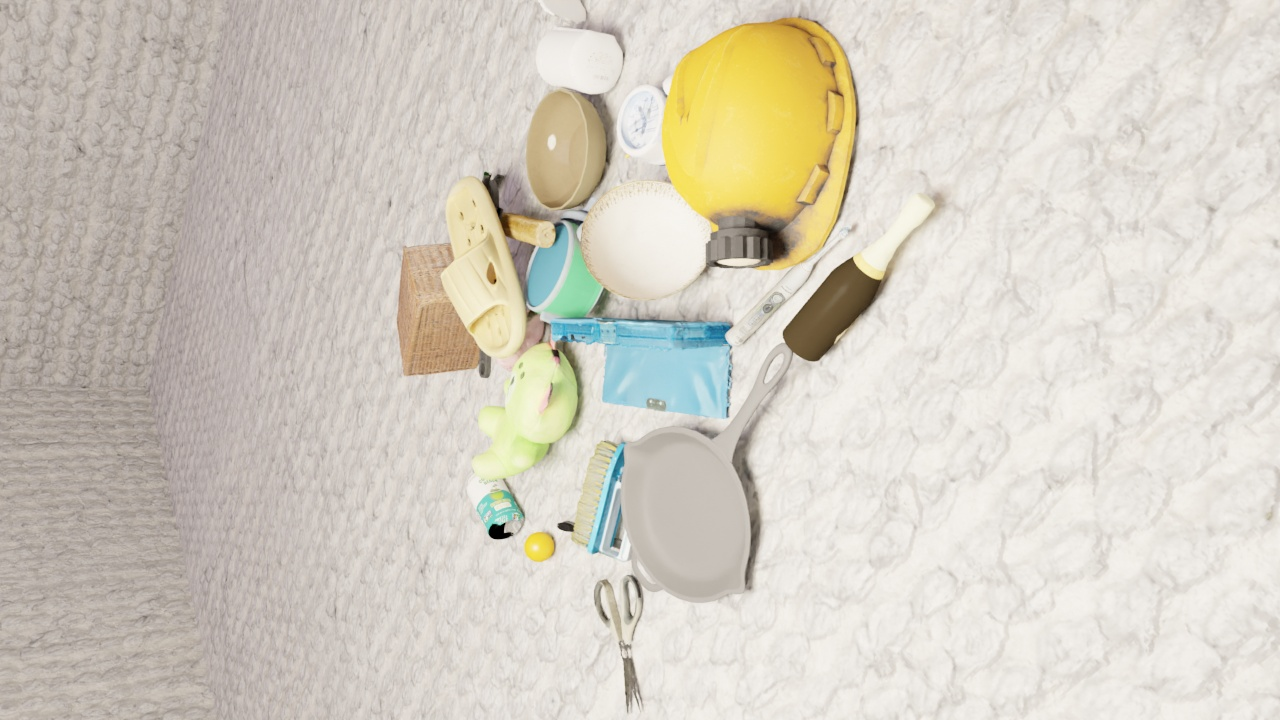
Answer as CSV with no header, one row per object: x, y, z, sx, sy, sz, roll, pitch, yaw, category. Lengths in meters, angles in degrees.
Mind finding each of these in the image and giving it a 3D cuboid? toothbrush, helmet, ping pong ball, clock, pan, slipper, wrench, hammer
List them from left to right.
-0.224,-0.122,1.196,0.112,0.079,0.261,-35,65,46,slipper
-0.210,-0.112,1.252,0.073,0.018,0.273,1,90,57,wrench
-0.180,-0.188,1.259,0.331,0.033,0.132,27,107,63,hammer
-0.137,0.252,1.239,0.040,0.040,0.040,-2,87,51,ping pong ball
-0.082,-0.127,1.155,0.162,0.075,0.122,-63,30,15,clock
-0.052,0.224,1.159,0.168,0.013,0.013,5,92,49,toothbrush
0.026,-0.275,1.047,0.126,0.051,0.088,-12,78,47,clock
0.076,0.119,0.974,0.216,0.024,0.355,49,128,31,pan
0.091,-0.221,0.900,0.206,0.131,0.255,-5,84,52,helmet
0.147,-0.074,0.911,0.022,0.024,0.186,41,130,-4,toothbrush

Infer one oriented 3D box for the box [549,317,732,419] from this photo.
-0.006,0.008,1.046,0.232,0.094,0.112,5,95,51,box

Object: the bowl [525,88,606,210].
-0.089,-0.269,1.182,0.152,0.050,0.152,6,98,53,bowl

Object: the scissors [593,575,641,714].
-0.025,0.339,1.120,0.150,0.012,0.165,29,112,49,scissors

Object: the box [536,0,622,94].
-0.083,-0.413,1.166,0.147,0.084,0.136,27,116,50,box

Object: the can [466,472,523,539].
-0.211,0.206,1.321,0.101,0.054,0.055,53,127,38,can

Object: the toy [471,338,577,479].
-0.142,0.068,1.213,0.197,0.107,0.149,-40,35,33,toy

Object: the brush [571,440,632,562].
-0.029,0.165,1.097,0.075,0.055,0.136,15,94,24,brush

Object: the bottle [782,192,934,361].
0.198,-0.076,0.828,0.185,0.045,0.045,-54,50,35,bottle

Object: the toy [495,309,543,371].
-0.170,-0.020,1.271,0.053,0.098,0.096,33,149,6,toy

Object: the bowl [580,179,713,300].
0.007,-0.124,1.029,0.063,0.145,0.145,87,170,-73,bowl

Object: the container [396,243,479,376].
-0.295,-0.075,1.356,0.199,0.113,0.112,118,138,-51,container
